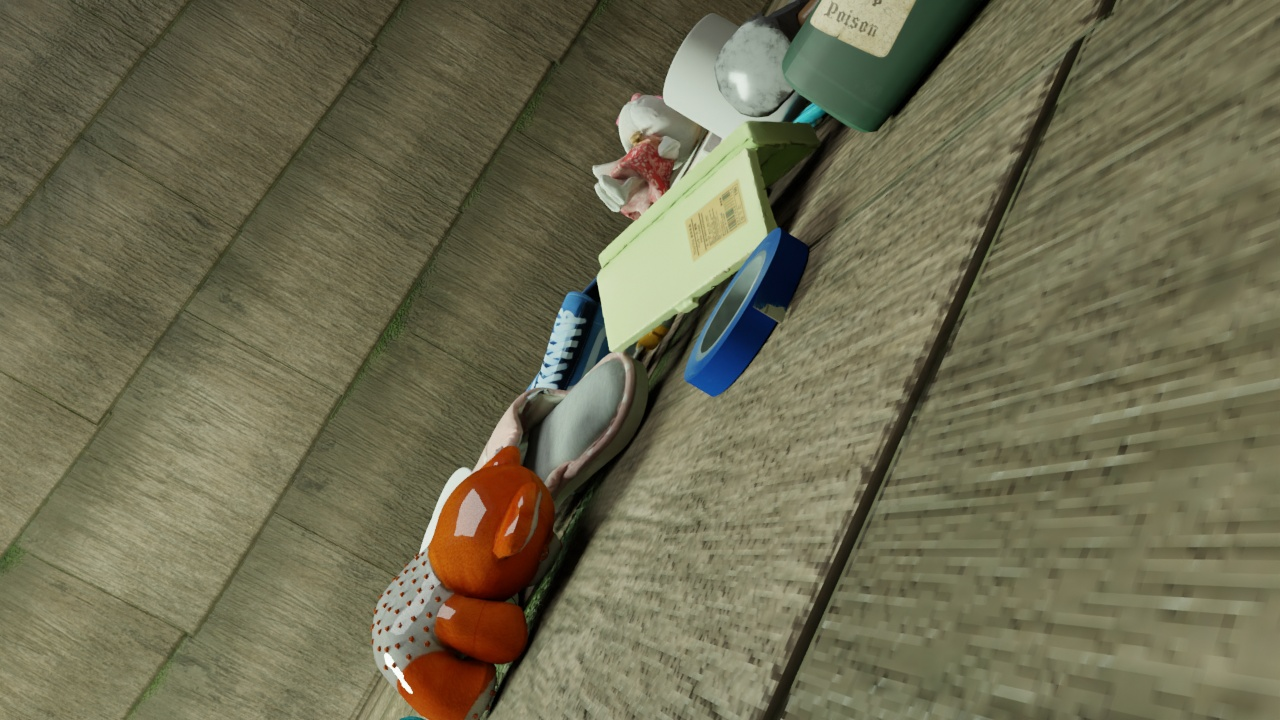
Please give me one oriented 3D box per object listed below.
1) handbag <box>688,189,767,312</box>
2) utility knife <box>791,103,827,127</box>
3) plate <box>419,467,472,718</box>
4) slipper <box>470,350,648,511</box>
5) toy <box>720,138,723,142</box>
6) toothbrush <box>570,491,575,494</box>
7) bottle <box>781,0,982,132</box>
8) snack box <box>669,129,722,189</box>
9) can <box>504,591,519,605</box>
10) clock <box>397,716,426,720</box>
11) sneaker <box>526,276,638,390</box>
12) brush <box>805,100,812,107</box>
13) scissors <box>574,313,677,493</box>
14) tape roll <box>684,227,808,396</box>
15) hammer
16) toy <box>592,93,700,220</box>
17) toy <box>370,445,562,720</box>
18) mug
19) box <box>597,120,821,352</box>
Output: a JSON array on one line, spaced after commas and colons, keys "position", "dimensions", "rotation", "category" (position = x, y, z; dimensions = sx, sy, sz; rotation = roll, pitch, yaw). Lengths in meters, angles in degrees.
[{"position": [0.062, -0.093, 0.737], "dimensions": [0.120, 0.029, 0.055], "rotation": [-63, 7, 14], "category": "handbag"}, {"position": [0.133, -0.178, 0.617], "dimensions": [0.022, 0.015, 0.162], "rotation": [-51, 7, -7], "category": "utility knife"}, {"position": [-0.202, 0.226, 0.912], "dimensions": [0.243, 0.016, 0.242], "rotation": [-43, 40, 52], "category": "plate"}, {"position": [-0.090, 0.082, 0.746], "dimensions": [0.275, 0.054, 0.114], "rotation": [-44, 36, 35], "category": "slipper"}, {"position": [0.107, -0.209, 0.802], "dimensions": [0.064, 0.047, 0.109], "rotation": [-7, 42, 42], "category": "toy"}, {"position": [-0.057, 0.091, 0.835], "dimensions": [0.155, 0.016, 0.022], "rotation": [-88, 21, -78], "category": "toothbrush"}, {"position": [0.127, -0.178, 0.425], "dimensions": [0.132, 0.061, 0.061], "rotation": [-54, 6, 43], "category": "bottle"}, {"position": [0.064, -0.172, 0.926], "dimensions": [0.104, 0.057, 0.208], "rotation": [-63, 7, -30], "category": "snack box"}, {"position": [-0.115, 0.193, 0.744], "dimensions": [0.032, 0.032, 0.095], "rotation": [-60, 6, -2], "category": "can"}, {"position": [-0.178, 0.309, 0.666], "dimensions": [0.130, 0.043, 0.098], "rotation": [-36, 24, 58], "category": "clock"}, {"position": [-0.074, -0.006, 0.894], "dimensions": [0.083, 0.098, 0.240], "rotation": [7, 48, 36], "category": "sneaker"}, {"position": [0.147, -0.205, 0.627], "dimensions": [0.038, 0.012, 0.151], "rotation": [-60, 6, -15], "category": "brush"}, {"position": [-0.005, 0.005, 0.781], "dimensions": [0.230, 0.016, 0.224], "rotation": [-59, 6, 50], "category": "scissors"}, {"position": [0.055, -0.025, 0.488], "dimensions": [0.093, 0.016, 0.091], "rotation": [-53, 9, 47], "category": "tape roll"}, {"position": [0.160, -0.255, 0.495], "dimensions": [0.097, 0.052, 0.329], "rotation": [-43, 2, -42], "category": "hammer"}, {"position": [0.011, -0.214, 0.902], "dimensions": [0.159, 0.084, 0.193], "rotation": [-8, 45, 46], "category": "toy"}, {"position": [-0.117, 0.151, 0.649], "dimensions": [0.172, 0.093, 0.164], "rotation": [-58, 25, 3], "category": "toy"}, {"position": [0.087, -0.219, 0.731], "dimensions": [0.111, 0.097, 0.079], "rotation": [-42, -18, -51], "category": "mug"}, {"position": [0.034, -0.091, 0.639], "dimensions": [0.189, 0.066, 0.127], "rotation": [-33, 26, 51], "category": "box"}]
